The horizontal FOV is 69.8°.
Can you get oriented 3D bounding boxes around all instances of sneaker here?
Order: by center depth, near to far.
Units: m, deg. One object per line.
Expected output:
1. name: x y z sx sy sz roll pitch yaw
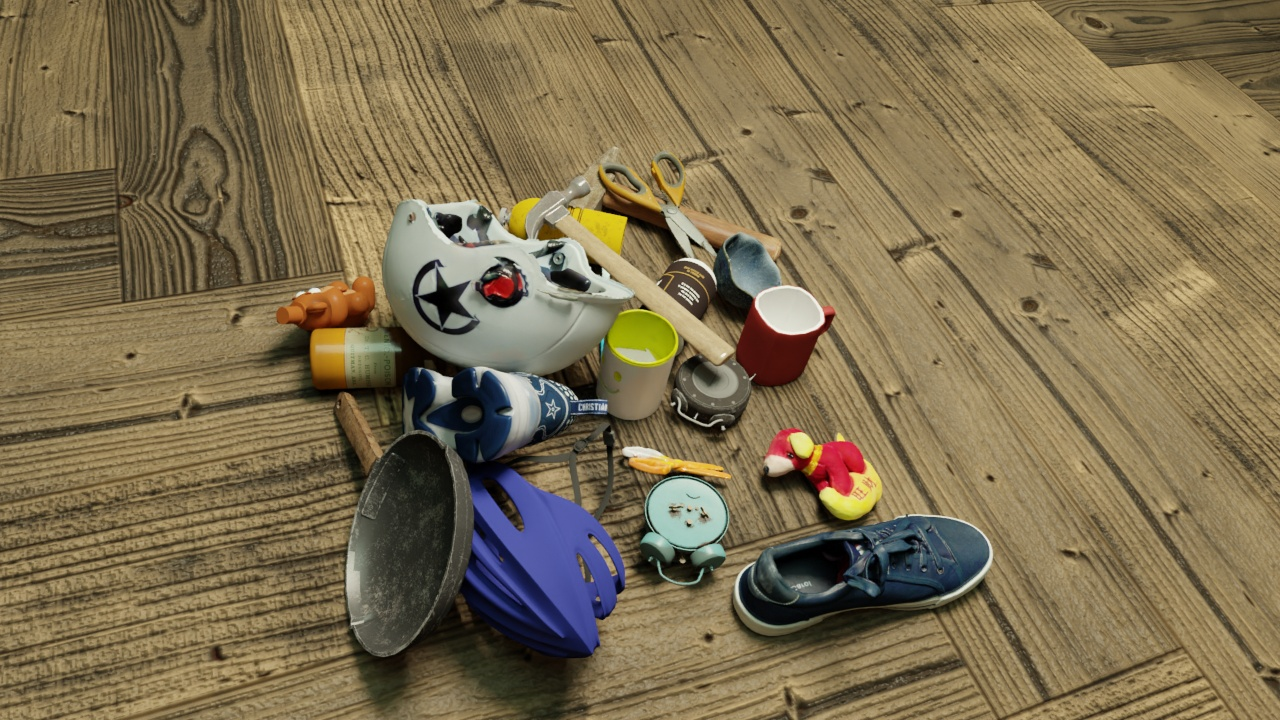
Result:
1. sneaker: 0.244 0.201 0.931 0.294 0.127 0.120 -6 51 -19
2. sneaker: -0.151 0.053 0.932 0.132 0.270 0.103 -3 88 -36

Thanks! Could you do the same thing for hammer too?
1. hammer: -0.015 -0.101 1.110 0.119 0.031 0.331 -39 67 -21
2. hammer: 0.055 -0.203 1.292 0.301 0.037 0.157 21 50 6

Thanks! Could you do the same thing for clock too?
1. clock: 0.045 0.180 0.955 0.090 0.053 0.124 10 49 -1
2. clock: 0.082 0.040 1.086 0.091 0.044 0.122 25 50 10

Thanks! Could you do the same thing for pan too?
1. pan: -0.245 0.129 0.899 0.040 0.208 0.357 18 19 -37

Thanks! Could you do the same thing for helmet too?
1. helmet: -0.074 0.160 0.881 0.227 0.148 0.241 -34 50 -30
2. helmet: -0.151 -0.064 0.988 0.264 0.164 0.236 23 13 1

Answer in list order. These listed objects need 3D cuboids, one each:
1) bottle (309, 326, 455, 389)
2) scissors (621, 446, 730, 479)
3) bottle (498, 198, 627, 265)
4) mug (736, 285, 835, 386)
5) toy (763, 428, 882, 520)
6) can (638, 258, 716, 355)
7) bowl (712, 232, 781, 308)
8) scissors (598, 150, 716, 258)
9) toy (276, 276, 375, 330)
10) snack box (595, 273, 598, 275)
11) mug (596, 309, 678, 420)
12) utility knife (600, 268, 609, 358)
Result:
1. bottle: -0.287 -0.004 1.036 0.157 0.068 0.067 -2 51 -13
2. scissors: 0.039 0.114 1.028 0.133 0.012 0.084 9 11 -28
3. bottle: -0.105 -0.173 1.214 0.164 0.071 0.070 12 49 -1
4. mug: 0.185 -0.033 1.133 0.116 0.097 0.080 -13 54 -21
5. toy: 0.211 0.120 1.036 0.137 0.067 0.105 29 46 3
6. can: 0.043 -0.066 1.150 0.072 0.072 0.128 25 50 10
7. bowl: 0.132 -0.109 1.204 0.110 0.055 0.110 25 50 -35
8. scissors: 0.044 -0.219 1.266 0.165 0.016 0.225 -30 62 -30
9. toy: -0.364 -0.063 1.052 0.127 0.095 0.065 -14 89 -64
10. snack box: -0.145 -0.075 1.141 0.147 0.041 0.142 21 50 7
11. mug: -0.006 0.006 1.057 0.082 0.106 0.082 6 50 -7
12. utility knife: -0.039 -0.069 1.148 0.022 0.015 0.158 2 66 -6
